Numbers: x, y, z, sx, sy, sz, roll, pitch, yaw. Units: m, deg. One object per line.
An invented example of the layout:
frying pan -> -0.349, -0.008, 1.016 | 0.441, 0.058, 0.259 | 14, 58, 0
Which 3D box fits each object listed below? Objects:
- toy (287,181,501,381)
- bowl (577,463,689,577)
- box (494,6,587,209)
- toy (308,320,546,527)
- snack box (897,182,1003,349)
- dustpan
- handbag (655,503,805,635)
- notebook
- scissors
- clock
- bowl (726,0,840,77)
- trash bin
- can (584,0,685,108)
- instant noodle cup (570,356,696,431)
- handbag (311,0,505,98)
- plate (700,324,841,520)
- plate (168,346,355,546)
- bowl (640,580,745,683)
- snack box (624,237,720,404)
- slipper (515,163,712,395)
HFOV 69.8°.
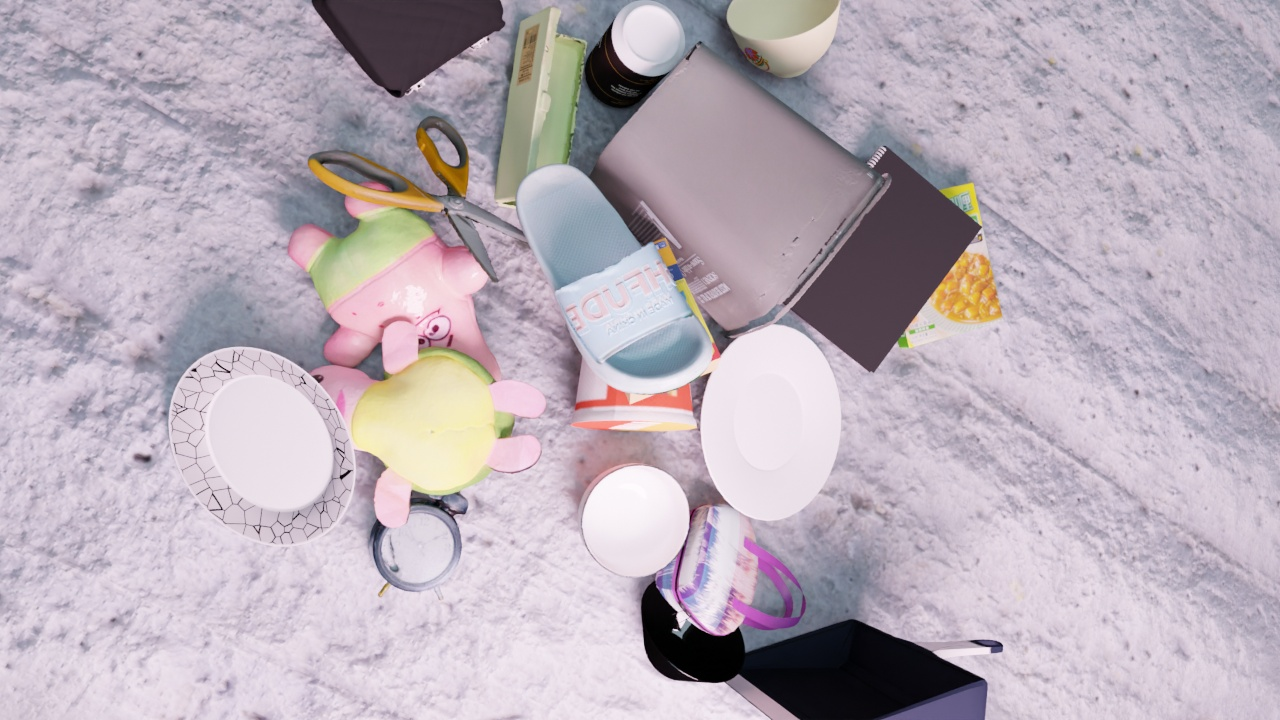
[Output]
toy -> -0.215, -0.050, 0.864 | 0.192, 0.096, 0.237 | -32, 114, 18
bowl -> -0.012, 0.159, 0.937 | 0.113, 0.063, 0.113 | 0, 90, -16
box -> -0.092, -0.241, 0.920 | 0.083, 0.092, 0.188 | 9, 90, -40
toy -> -0.207, 0.056, 0.847 | 0.238, 0.087, 0.190 | 3, 101, 1
snack box -> 0.343, -0.110, 1.063 | 0.131, 0.027, 0.168 | -15, 94, -15
dustpan -> 0.243, 0.314, 0.922 | 0.273, 0.236, 0.080 | 9, 86, -16
handbag -> 0.106, 0.232, 0.969 | 0.170, 0.068, 0.144 | 33, 54, -24
notebook -> 0.263, -0.113, 1.024 | 0.149, 0.016, 0.206 | 37, 88, -7
scissors -> -0.192, -0.153, 0.833 | 0.224, 0.016, 0.225 | -2, 52, -37
clock -> -0.214, 0.164, 0.885 | 0.090, 0.052, 0.129 | 7, 83, -16
bowl -> 0.157, -0.347, 0.980 | 0.117, 0.118, 0.074 | -40, 142, -13
trash bin -> 0.082, -0.169, 0.909 | 0.220, 0.197, 0.197 | 41, 80, -6
can -> -0.008, -0.299, 0.907 | 0.072, 0.129, 0.072 | 0, 89, -17
instant noodle cup -> -0.005, 0.005, 0.917 | 0.123, 0.124, 0.121 | 4, 81, -17
handbag -> -0.222, -0.336, 0.881 | 0.153, 0.115, 0.125 | -41, 124, -16
plate -> 0.140, 0.066, 0.983 | 0.208, 0.015, 0.208 | 0, 89, -37
plate -> -0.336, 0.077, 0.823 | 0.189, 0.016, 0.189 | 4, 107, 14
bowl -> 0.041, 0.290, 0.945 | 0.124, 0.123, 0.053 | 26, 121, -15
snack box -> 0.007, -0.037, 0.850 | 0.088, 0.040, 0.125 | -22, 75, -7
slipper -> -0.032, -0.076, 0.800 | 0.104, 0.074, 0.245 | -31, 75, -9
